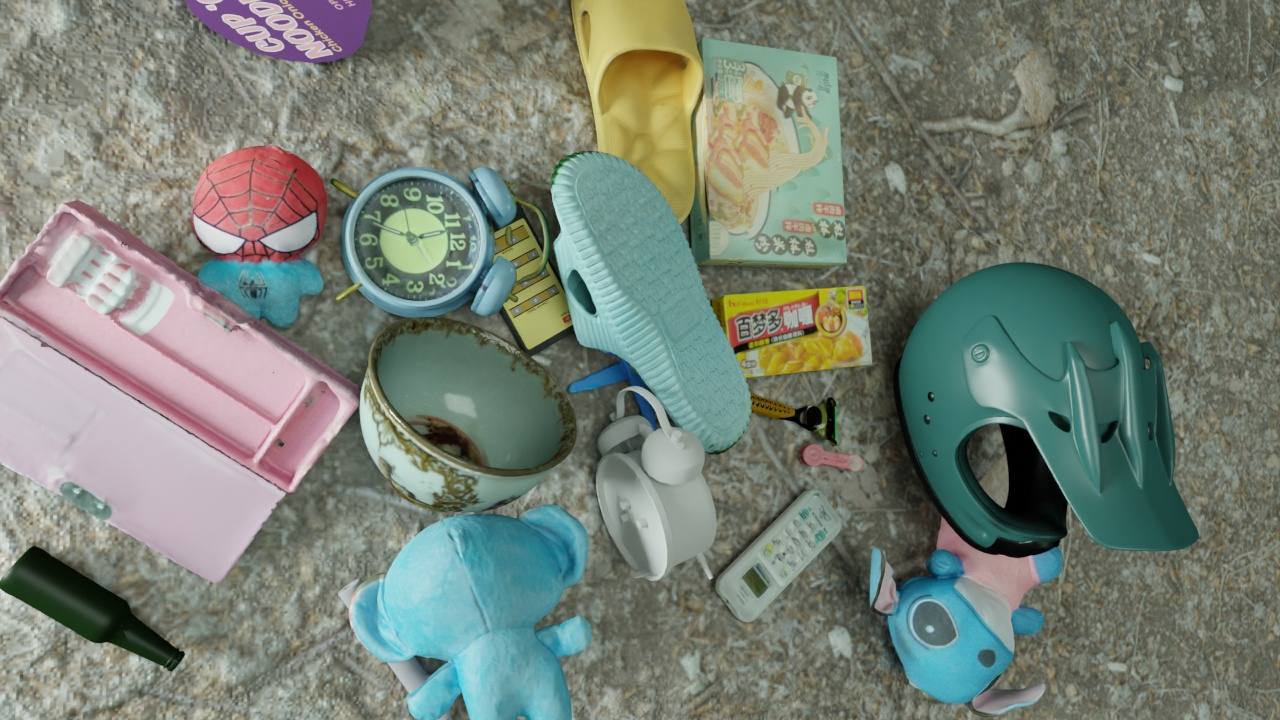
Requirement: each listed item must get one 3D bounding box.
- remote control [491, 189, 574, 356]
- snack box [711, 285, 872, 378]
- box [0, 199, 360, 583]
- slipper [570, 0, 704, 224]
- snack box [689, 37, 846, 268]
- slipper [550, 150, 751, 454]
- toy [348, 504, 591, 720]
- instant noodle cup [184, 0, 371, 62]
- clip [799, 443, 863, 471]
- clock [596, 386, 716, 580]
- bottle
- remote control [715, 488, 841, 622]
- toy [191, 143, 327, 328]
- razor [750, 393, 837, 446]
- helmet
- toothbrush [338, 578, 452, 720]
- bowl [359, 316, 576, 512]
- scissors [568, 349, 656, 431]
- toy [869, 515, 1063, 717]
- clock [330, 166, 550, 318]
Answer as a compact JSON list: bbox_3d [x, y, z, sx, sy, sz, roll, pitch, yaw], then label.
[{"bbox_3d":[-0.101,-0.073,0.750,0.058,0.013,0.133,-32,99,-20],"label":"remote control"},{"bbox_3d":[0.140,-0.026,0.838,0.152,0.025,0.075,-5,90,-22],"label":"snack box"},{"bbox_3d":[-0.340,0.026,0.637,0.232,0.040,0.179,39,90,-17],"label":"box"},{"bbox_3d":[0.006,-0.239,0.768,0.099,0.078,0.263,-6,92,-23],"label":"slipper"},{"bbox_3d":[0.112,-0.181,0.826,0.141,0.044,0.193,-1,87,-24],"label":"snack box"},{"bbox_3d":[0.005,-0.043,0.753,0.115,0.070,0.276,-41,109,-37],"label":"slipper"},{"bbox_3d":[-0.110,0.199,0.682,0.183,0.115,0.180,-22,74,-17],"label":"toy"},{"bbox_3d":[-0.244,-0.302,0.652,0.137,0.122,0.121,-3,74,22],"label":"instant noodle cup"},{"bbox_3d":[0.177,0.091,0.853,0.060,0.045,0.023,8,80,13],"label":"clip"},{"bbox_3d":[0.006,0.099,0.732,0.061,0.120,0.159,-19,105,-27],"label":"clock"},{"bbox_3d":[-0.366,0.172,0.619,0.123,0.033,0.033,40,74,-16],"label":"bottle"},{"bbox_3d":[0.123,0.173,0.823,0.133,0.022,0.050,-40,102,-19],"label":"remote control"},{"bbox_3d":[-0.273,-0.088,0.658,0.092,0.062,0.133,2,101,-7],"label":"toy"},{"bbox_3d":[0.118,0.042,0.829,0.144,0.021,0.044,15,64,-22],"label":"razor"},{"bbox_3d":[0.345,0.043,0.788,0.176,0.201,0.274,0,66,-25],"label":"helmet"},{"bbox_3d":[-0.169,0.247,0.702,0.019,0.018,0.188,-35,100,-18],"label":"toothbrush"},{"bbox_3d":[-0.138,0.054,0.674,0.160,0.159,0.094,24,119,-19],"label":"bowl"},{"bbox_3d":[-0.005,0.004,0.785,0.125,0.013,0.126,-20,90,-23],"label":"scissors"},{"bbox_3d":[0.298,0.216,0.854,0.224,0.099,0.191,41,68,-12],"label":"toy"},{"bbox_3d":[-0.150,-0.091,0.696,0.162,0.060,0.118,-5,94,-12],"label":"clock"}]
